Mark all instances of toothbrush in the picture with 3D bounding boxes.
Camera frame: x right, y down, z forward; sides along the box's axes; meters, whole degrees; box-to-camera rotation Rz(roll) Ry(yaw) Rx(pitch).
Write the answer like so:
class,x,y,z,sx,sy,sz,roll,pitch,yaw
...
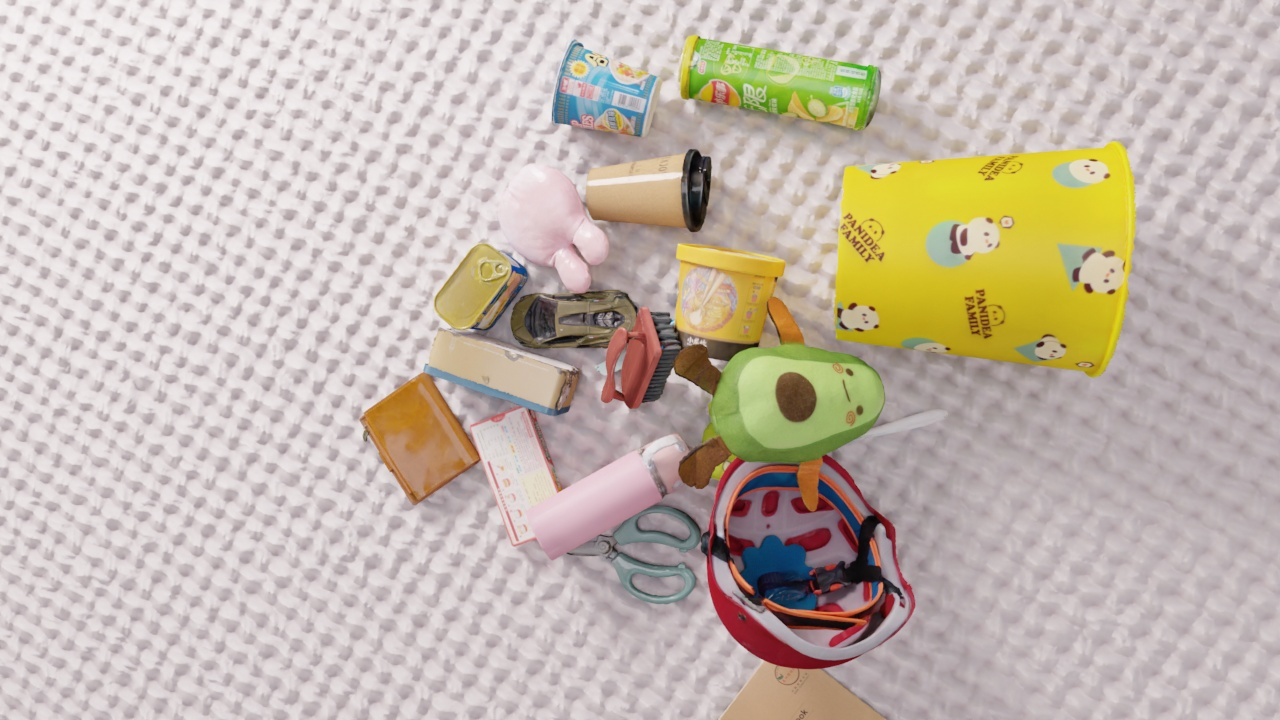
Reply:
class,x,y,z,sx,sy,sz,roll,pitch,yaw
toothbrush,0.260,0.083,1.045,0.180,0.016,0.016,-16,89,7

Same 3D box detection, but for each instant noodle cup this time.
class,x,y,z,sx,sy,sz,roll,pitch,yaw
instant noodle cup,0.090,-0.064,1.005,0.118,0.118,0.114,11,101,9
instant noodle cup,-0.037,-0.306,1.057,0.110,0.099,0.099,16,92,2

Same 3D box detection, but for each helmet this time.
class,x,y,z,sx,sy,sz,roll,pitch,yaw
helmet,0.161,0.222,0.989,0.206,0.144,0.239,-2,53,-14

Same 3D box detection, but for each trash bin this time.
class,x,y,z,sx,sy,sz,roll,pitch,yaw
trash bin,0.334,-0.105,0.936,0.255,0.229,0.229,3,90,15

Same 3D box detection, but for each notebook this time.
class,x,y,z,sx,sy,sz,roll,pitch,yaw
notebook,0.202,0.441,1.056,0.207,0.008,0.148,37,95,7

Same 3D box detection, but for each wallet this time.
class,x,y,z,sx,sy,sz,roll,pitch,yaw
wallet,-0.277,0.099,1.121,0.119,0.035,0.130,-34,83,8

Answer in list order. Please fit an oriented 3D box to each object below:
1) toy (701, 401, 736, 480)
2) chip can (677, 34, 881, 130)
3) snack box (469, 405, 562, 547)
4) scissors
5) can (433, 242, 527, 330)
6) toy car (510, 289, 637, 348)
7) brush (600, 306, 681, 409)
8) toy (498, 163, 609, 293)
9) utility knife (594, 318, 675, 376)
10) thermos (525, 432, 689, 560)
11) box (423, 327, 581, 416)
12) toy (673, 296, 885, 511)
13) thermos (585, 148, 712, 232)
class,x,y,z,sx,sy,sz,roll,pitch,yaw
toy,0.105,0.091,1.059,0.097,0.031,0.100,43,96,21
chip can,0.156,-0.312,1.032,0.221,0.072,0.072,13,92,10
snack box,-0.143,0.137,1.103,0.077,0.027,0.155,-21,87,8
scissors,-0.012,0.211,1.087,0.180,0.019,0.143,18,93,10
can,-0.185,-0.084,1.082,0.057,0.083,0.102,39,95,7
toy car,-0.081,-0.047,1.088,0.158,0.042,0.070,-2,89,12
brush,-0.006,0.006,1.029,0.069,0.146,0.063,-6,59,-17
toy,-0.101,-0.152,1.067,0.159,0.054,0.122,48,130,14
utility knife,0.044,-0.036,1.076,0.218,0.018,0.034,-27,88,7
thermos,-0.032,0.148,1.043,0.198,0.087,0.067,-28,59,-2
box,-0.166,0.010,1.077,0.184,0.089,0.061,16,93,11
toy,0.151,0.046,0.958,0.246,0.090,0.227,-7,90,-21
thermos,0.014,-0.193,1.051,0.143,0.093,0.093,2,90,16
